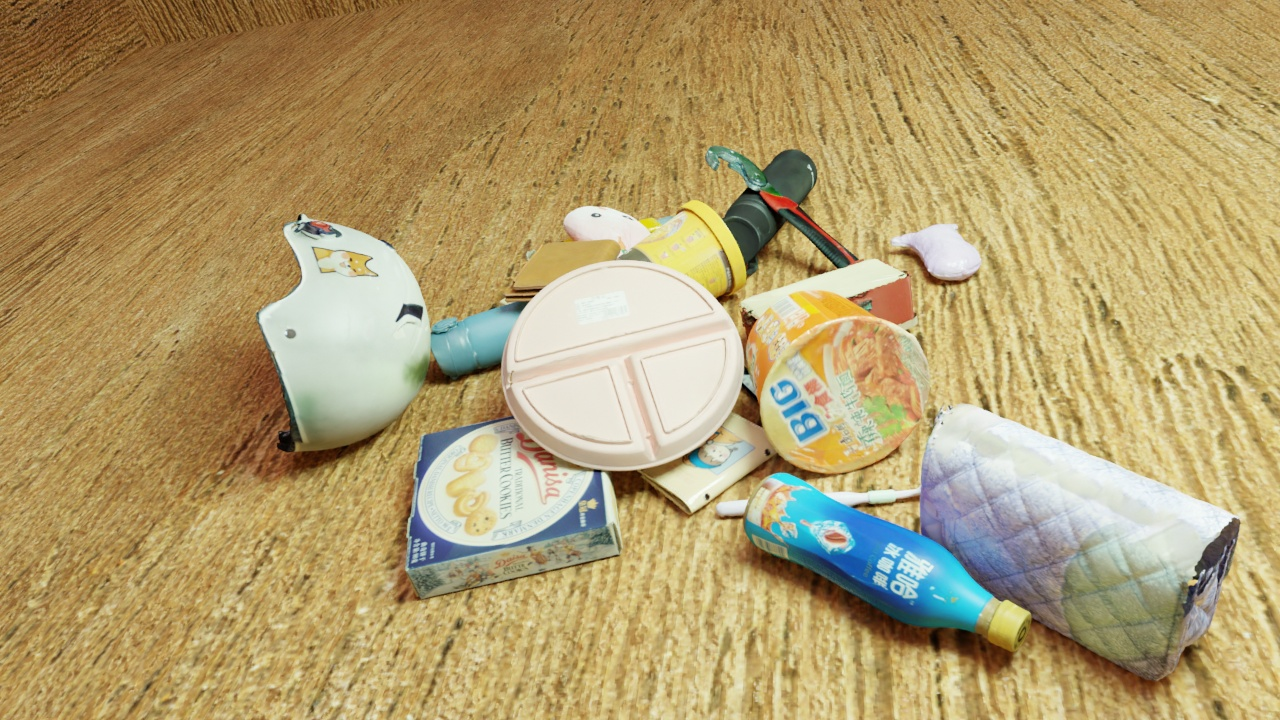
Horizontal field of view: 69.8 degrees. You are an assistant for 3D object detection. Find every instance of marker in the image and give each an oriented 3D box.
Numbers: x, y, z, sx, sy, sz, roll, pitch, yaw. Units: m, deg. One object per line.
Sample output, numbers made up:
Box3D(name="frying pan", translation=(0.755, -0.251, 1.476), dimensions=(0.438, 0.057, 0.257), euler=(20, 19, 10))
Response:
Box3D(name="marker", translation=(0.106, 0.018, 0.947), dimensions=(0.018, 0.015, 0.124), euler=(-24, 39, -15))

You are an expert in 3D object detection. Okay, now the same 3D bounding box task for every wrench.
Box3D(name="wrench", translation=(0.181, -0.167, 1.076), dimensions=(0.273, 0.016, 0.056), euler=(44, 45, 18))

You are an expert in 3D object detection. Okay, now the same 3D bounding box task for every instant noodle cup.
Box3D(name="instant noodle cup", translation=(0.167, 0.010, 0.829), dimensions=(0.151, 0.151, 0.111), euler=(-15, 26, -3))
Box3D(name="instant noodle cup", translation=(0.042, -0.106, 1.060), dimensions=(0.114, 0.118, 0.118), euler=(-33, 38, -14))

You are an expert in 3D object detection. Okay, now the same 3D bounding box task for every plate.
Box3D(name="plate", translation=(-0.018, -0.005, 0.858), dimensions=(0.229, 0.028, 0.229), euler=(-2, 58, 2))

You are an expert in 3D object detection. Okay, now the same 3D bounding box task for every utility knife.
Box3D(name="utility knife", translation=(-0.030, -0.169, 1.256), dimensions=(0.181, 0.015, 0.033), euler=(-16, 56, -5))

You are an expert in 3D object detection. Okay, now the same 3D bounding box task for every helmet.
Box3D(name="helmet", translation=(-0.305, -0.031, 0.986), dimensions=(0.156, 0.231, 0.273), euler=(3, 39, -11))

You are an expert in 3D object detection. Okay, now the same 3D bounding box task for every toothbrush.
Box3D(name="toothbrush", translation=(0.158, 0.116, 0.782), dimensions=(0.189, 0.029, 0.021), euler=(-8, 72, 9))

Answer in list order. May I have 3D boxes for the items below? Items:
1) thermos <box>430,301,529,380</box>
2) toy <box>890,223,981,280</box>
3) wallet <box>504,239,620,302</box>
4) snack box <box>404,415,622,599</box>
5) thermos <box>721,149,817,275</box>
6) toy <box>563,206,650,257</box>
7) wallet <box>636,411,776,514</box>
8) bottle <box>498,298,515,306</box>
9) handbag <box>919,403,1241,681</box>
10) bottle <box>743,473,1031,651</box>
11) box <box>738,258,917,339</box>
Box3D(name="thermos", translation=(-0.132, -0.040, 1.057), dimensions=(0.220, 0.070, 0.070), euler=(-18, 35, -9))
Box3D(name="toy", translation=(0.344, -0.125, 1.049), dimensions=(0.084, 0.039, 0.108), euler=(-14, 37, -2))
Box3D(name="wallet", translation=(-0.088, -0.103, 1.051), dimensions=(0.108, 0.031, 0.131), euler=(-1, 27, 14))
Box3D(name="snack box", translation=(-0.117, 0.120, 0.844), dimensions=(0.182, 0.046, 0.177), euler=(-13, 35, 0))
Box3D(name="thermos", translation=(0.160, -0.189, 1.169), dimensions=(0.068, 0.090, 0.241), euler=(10, 34, 23))
Box3D(name="toy", translation=(-0.028, -0.152, 1.178), dimensions=(0.121, 0.054, 0.159), euler=(-4, 37, -39))
Box3D(name="wallet", translation=(0.061, 0.089, 0.852), dimensions=(0.115, 0.024, 0.087), euler=(-33, 44, -24))
Box3D(name="bottle", translation=(-0.121, -0.084, 1.129), dimensions=(0.149, 0.067, 0.067), euler=(-38, 41, -22))
Box3D(name="handbag", translation=(0.291, 0.118, 0.635), dimensions=(0.075, 0.134, 0.194), euler=(-34, 41, -27))
Box3D(name="bottle", translation=(0.179, 0.150, 0.685), dimensions=(0.219, 0.065, 0.065), euler=(21, 47, 40))
Box3D(name="box", translation=(0.193, -0.057, 0.958), dimensions=(0.168, 0.076, 0.091), euler=(-18, 23, -9))
